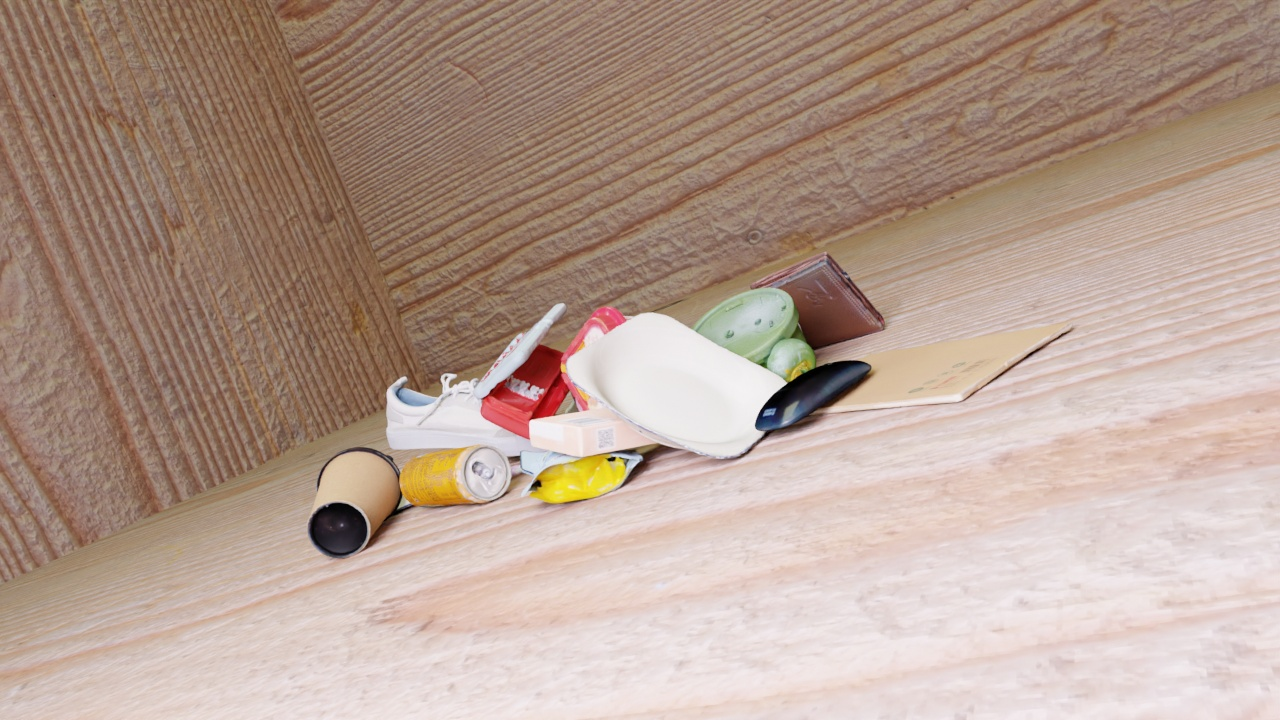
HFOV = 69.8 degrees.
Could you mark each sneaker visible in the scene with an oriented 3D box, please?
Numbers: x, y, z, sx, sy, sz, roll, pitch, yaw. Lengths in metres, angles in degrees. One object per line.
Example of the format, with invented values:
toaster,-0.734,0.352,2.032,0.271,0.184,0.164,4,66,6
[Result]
sneaker,-0.195,0.060,1.099,0.242,0.091,0.089,1,13,17

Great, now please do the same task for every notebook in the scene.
notebook,0.216,0.010,0.741,0.147,0.008,0.208,-25,7,-32

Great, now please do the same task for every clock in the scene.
clock,0.105,-0.004,0.869,0.116,0.056,0.161,-26,29,15

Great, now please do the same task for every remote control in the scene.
remote control,0.139,0.022,0.742,0.053,0.024,0.136,-15,9,46

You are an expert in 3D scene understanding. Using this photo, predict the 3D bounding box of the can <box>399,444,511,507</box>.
can,-0.194,0.121,0.949,0.058,0.058,0.146,-26,8,-39

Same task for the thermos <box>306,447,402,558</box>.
thermos,-0.303,0.151,0.963,0.093,0.093,0.143,-21,14,-1

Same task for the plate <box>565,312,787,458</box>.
plate,0.032,0.027,0.766,0.164,0.034,0.163,29,33,19

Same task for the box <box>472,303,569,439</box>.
box,-0.118,0.000,1.052,0.201,0.095,0.101,-65,0,-68

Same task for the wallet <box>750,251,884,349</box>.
wallet,0.193,-0.059,1.005,0.101,0.124,0.032,-22,42,36

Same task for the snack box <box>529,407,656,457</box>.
snack box,-0.008,0.056,0.800,0.157,0.026,0.085,-7,6,-34

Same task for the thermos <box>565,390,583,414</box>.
thermos,-0.064,0.045,1.190,0.087,0.067,0.198,-51,9,-3

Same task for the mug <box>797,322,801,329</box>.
mug,0.110,-0.008,0.984,0.123,0.078,0.078,-23,5,21

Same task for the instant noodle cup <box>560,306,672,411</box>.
instant noodle cup,-0.006,0.006,1.038,0.124,0.116,0.117,-9,-33,-45

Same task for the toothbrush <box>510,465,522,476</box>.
toothbrush,-0.101,0.105,0.966,0.190,0.029,0.020,-18,-34,20

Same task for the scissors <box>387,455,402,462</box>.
scissors,-0.334,0.161,1.130,0.159,0.014,0.182,-50,0,-38

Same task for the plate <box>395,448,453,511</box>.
plate,-0.255,0.141,1.116,0.164,0.034,0.164,-21,5,3

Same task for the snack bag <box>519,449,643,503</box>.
snack bag,-0.057,0.091,0.838,0.110,0.039,0.191,-22,5,-4
